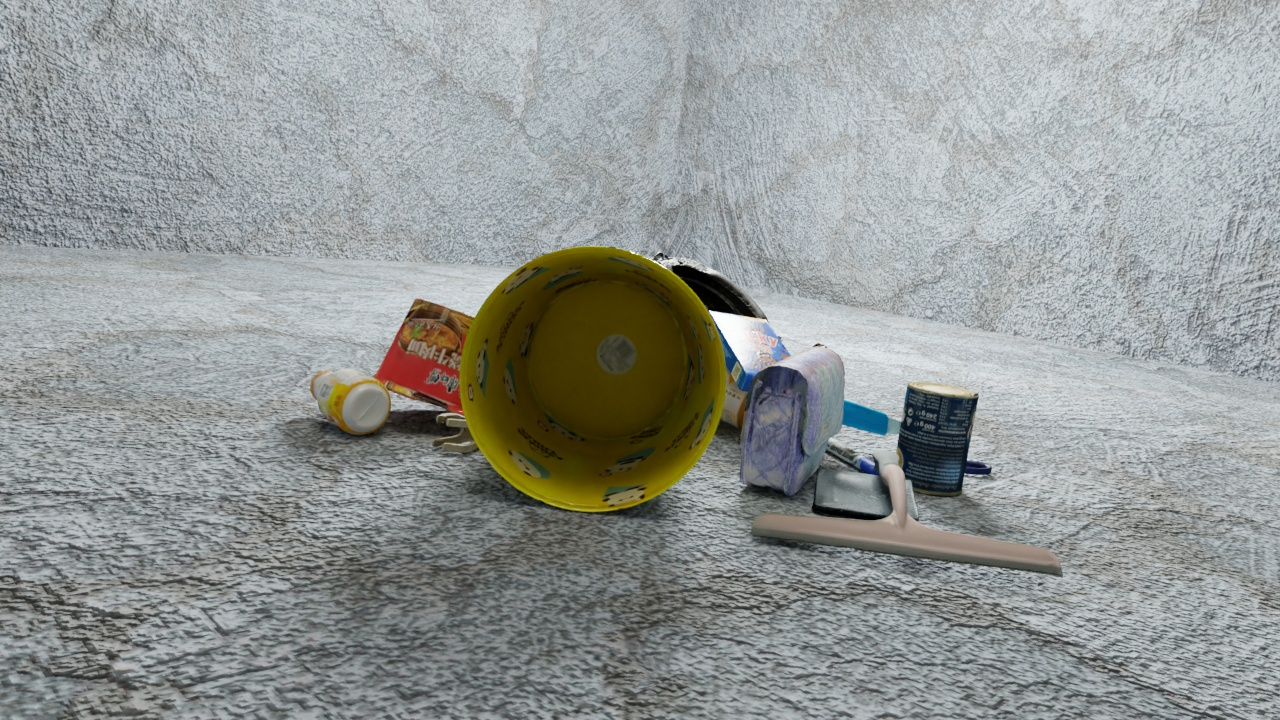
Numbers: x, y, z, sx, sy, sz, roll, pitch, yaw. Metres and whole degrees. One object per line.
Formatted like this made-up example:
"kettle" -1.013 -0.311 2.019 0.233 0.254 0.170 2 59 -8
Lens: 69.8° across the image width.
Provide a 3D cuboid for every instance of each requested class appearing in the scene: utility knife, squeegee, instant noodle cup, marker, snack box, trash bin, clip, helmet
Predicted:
"utility knife" 0.271 0.071 1.089 0.238 0.034 0.018 17 11 -10
"squeegee" 0.236 0.117 0.861 0.248 0.040 0.249 5 12 10
"instant noodle cup" -0.221 -0.003 1.037 0.138 0.108 0.138 19 -5 1
"marker" 0.240 0.108 1.069 0.017 0.017 0.146 3 10 -17
"snack box" 0.140 -0.010 1.139 0.084 0.026 0.157 7 29 -20
"trash bin" -0.039 0.009 0.908 0.229 0.229 0.255 6 4 1
"clip" -0.171 0.076 0.957 0.071 0.034 0.100 13 3 36
"helmet" 0.074 -0.034 1.332 0.230 0.157 0.273 35 18 -2

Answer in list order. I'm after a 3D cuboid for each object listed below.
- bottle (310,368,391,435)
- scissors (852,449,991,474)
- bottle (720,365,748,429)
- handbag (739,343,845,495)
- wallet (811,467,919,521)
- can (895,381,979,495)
"bottle" -0.313 0.039 0.975 0.063 0.063 0.108 -3 14 -42
"scissors" 0.336 0.116 1.103 0.162 0.012 0.164 11 11 24
"bottle" 0.132 0.052 1.129 0.190 0.068 0.067 26 17 22
"handbag" 0.165 0.059 0.964 0.076 0.134 0.193 9 11 20
"wallet" 0.220 0.134 0.906 0.097 0.019 0.120 6 11 12
"can" 0.318 0.082 0.992 0.075 0.111 0.075 6 10 -1
